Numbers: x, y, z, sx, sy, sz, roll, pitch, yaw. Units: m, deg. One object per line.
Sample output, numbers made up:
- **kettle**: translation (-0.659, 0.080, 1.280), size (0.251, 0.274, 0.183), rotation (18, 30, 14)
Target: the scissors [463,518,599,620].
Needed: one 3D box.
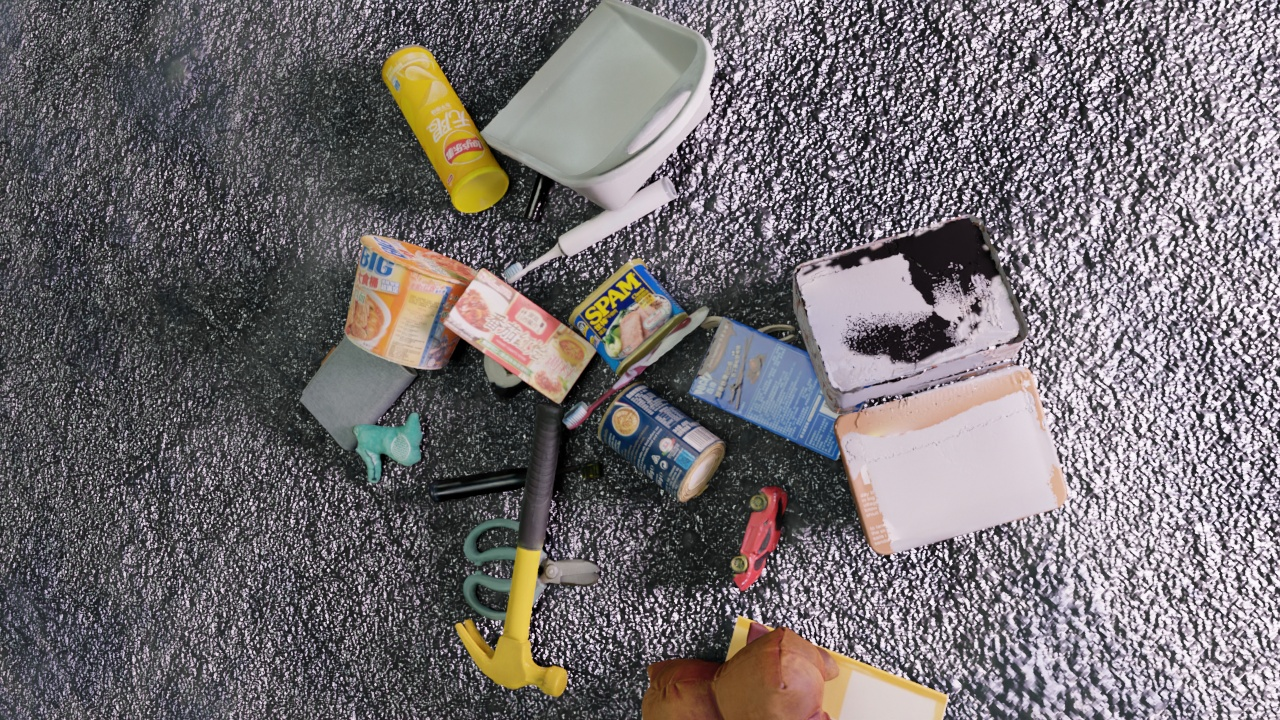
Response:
- **scissors**: translation (-0.122, 0.209, 1.006), size (0.185, 0.019, 0.129), rotation (-22, 74, 18)

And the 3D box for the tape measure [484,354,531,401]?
- **tape measure**: translation (-0.143, 0.002, 1.035), size (0.066, 0.033, 0.066), rotation (-32, 72, 15)

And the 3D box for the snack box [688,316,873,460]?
- **snack box**: translation (0.135, 0.026, 0.892), size (0.157, 0.026, 0.084), rotation (25, 93, 9)

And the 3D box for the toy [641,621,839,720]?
- **toy**: translation (0.085, 0.317, 0.843), size (0.200, 0.139, 0.130), rotation (-21, 115, 21)

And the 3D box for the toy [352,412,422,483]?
- **toy**: translation (-0.301, 0.103, 1.090), size (0.092, 0.030, 0.096), rotation (6, 105, 15)

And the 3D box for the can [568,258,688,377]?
- **can**: translation (-0.010, -0.042, 0.965), size (0.102, 0.057, 0.083), rotation (-42, 70, 3)

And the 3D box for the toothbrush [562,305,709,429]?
- **toothbrush**: translation (-0.005, 0.005, 0.926), size (0.187, 0.017, 0.016), rotation (-40, 37, 3)

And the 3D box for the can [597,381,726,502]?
- **can**: translation (0.023, 0.083, 0.927), size (0.111, 0.075, 0.075), rotation (36, 97, 24)

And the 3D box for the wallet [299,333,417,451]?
- **wallet**: translation (-0.347, 0.028, 1.120), size (0.106, 0.037, 0.130), rotation (44, 102, 11)

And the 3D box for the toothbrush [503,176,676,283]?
- **toothbrush**: translation (-0.060, -0.140, 1.023), size (0.221, 0.026, 0.026), rotation (-27, 87, 19)

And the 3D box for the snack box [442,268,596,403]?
- **snack box**: translation (-0.129, -0.026, 0.988), size (0.153, 0.025, 0.075), rotation (36, 84, -9)

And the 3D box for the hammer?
- **hammer**: translation (-0.119, 0.196, 0.976), size (0.129, 0.032, 0.300), rotation (9, 89, 20)

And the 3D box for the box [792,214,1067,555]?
- **box**: translation (0.254, 0.025, 0.811), size (0.179, 0.103, 0.260), rotation (-16, 71, 5)

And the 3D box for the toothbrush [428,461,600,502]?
- **toothbrush**: translation (-0.140, 0.133, 1.020), size (0.213, 0.026, 0.027), rotation (-11, 70, 22)

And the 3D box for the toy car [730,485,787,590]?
- **toy car**: translation (0.116, 0.173, 0.889), size (0.031, 0.049, 0.106), rotation (19, 89, 26)

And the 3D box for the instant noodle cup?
- **instant noodle cup**: translation (-0.259, -0.063, 1.041), size (0.151, 0.151, 0.111), rotation (27, 102, 25)

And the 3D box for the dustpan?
- **dustpan**: translation (-0.039, -0.278, 0.956), size (0.258, 0.142, 0.222), rotation (42, 88, 19)

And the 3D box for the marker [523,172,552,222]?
- **marker**: translation (-0.106, -0.225, 1.060), size (0.022, 0.020, 0.132), rotation (21, 93, 54)

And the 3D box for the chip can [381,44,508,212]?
- **chip can**: translation (-0.234, -0.278, 1.095), size (0.072, 0.072, 0.213), rotation (-36, 70, 15)

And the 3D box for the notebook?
- **notebook**: translation (0.167, 0.345, 0.862), size (0.206, 0.010, 0.146), rotation (16, 89, 25)

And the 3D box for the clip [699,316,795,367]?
- **clip**: translation (0.098, -0.029, 0.934), size (0.101, 0.035, 0.096), rotation (-36, 72, 11)
